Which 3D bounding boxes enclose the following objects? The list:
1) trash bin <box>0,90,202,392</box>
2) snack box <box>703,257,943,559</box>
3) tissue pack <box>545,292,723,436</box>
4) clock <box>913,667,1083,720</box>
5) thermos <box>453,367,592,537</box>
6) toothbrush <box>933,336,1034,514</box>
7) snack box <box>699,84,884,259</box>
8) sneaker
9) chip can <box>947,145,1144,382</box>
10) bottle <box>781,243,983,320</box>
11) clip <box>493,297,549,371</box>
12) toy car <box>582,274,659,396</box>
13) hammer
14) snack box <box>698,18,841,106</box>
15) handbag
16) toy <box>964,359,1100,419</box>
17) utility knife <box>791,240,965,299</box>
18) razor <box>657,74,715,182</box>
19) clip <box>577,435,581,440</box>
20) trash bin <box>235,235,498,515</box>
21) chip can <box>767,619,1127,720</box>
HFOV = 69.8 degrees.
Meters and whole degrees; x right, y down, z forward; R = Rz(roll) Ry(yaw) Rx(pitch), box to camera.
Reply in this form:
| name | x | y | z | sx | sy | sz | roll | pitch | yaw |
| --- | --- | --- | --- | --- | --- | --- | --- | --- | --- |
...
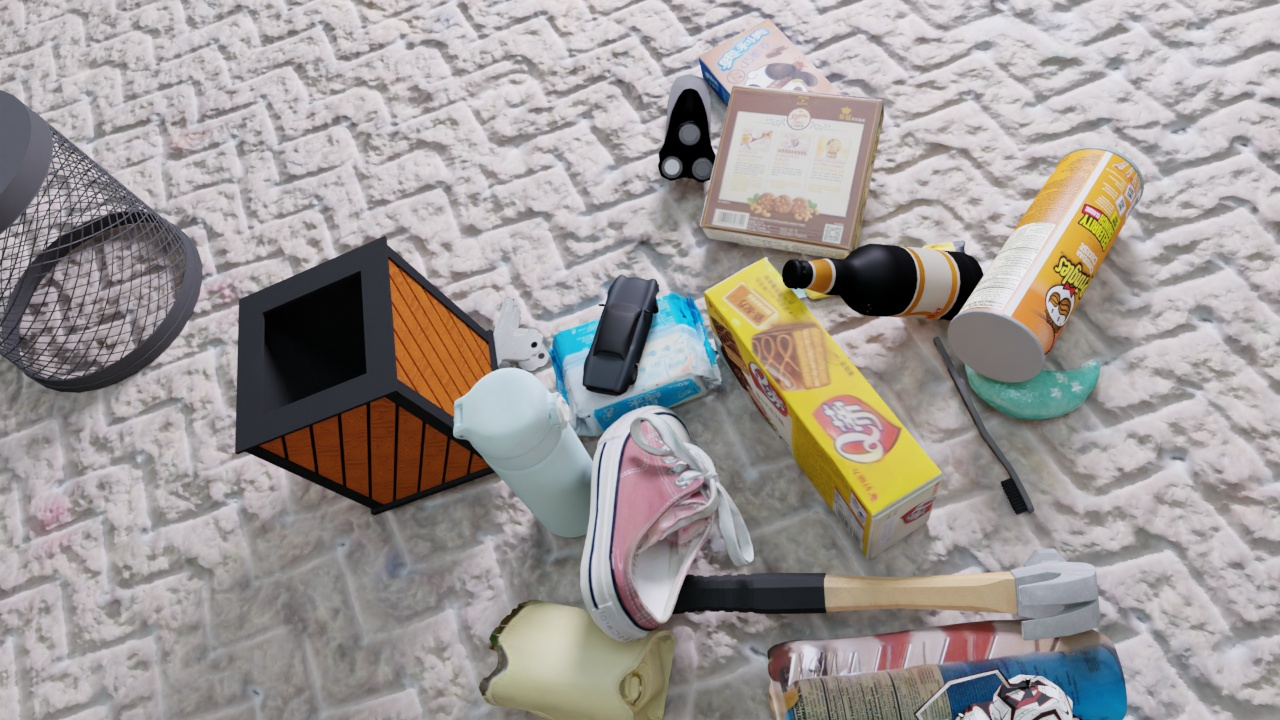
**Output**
| name | x | y | z | sx | sy | sz | roll | pitch | yaw |
| --- | --- | --- | --- | --- | --- | --- | --- | --- | --- |
| trash bin | -0.600 | -0.116 | 0.903 | 0.218 | 0.227 | 0.217 | -5 | 61 | 9 |
| snack box | 0.139 | 0.035 | 0.732 | 0.061 | 0.110 | 0.230 | -31 | 61 | -5 |
| tissue pack | -0.005 | 0.005 | 0.807 | 0.144 | 0.062 | 0.092 | -20 | 60 | 4 |
| clock | 0.234 | 0.261 | 0.572 | 0.115 | 0.065 | 0.154 | -34 | 102 | 11 |
| thermos | -0.075 | 0.075 | 0.701 | 0.078 | 0.207 | 0.065 | -7 | 61 | 8 |
| toothbrush | 0.277 | 0.049 | 0.751 | 0.013 | 0.013 | 0.167 | -22 | 60 | 9 |
| snack box | 0.142 | -0.177 | 0.859 | 0.143 | 0.041 | 0.147 | 11 | 84 | 17 |
| sneaker | 0.020 | 0.100 | 0.680 | 0.088 | 0.118 | 0.240 | -31 | 22 | 22 |
| chip can | 0.335 | -0.083 | 0.753 | 0.075 | 0.075 | 0.214 | 29 | 62 | 24 |
| bottle | 0.196 | -0.066 | 0.752 | 0.181 | 0.059 | 0.059 | 1 | 56 | -27 |
| clip | -0.117 | -0.015 | 0.854 | 0.058 | 0.050 | 0.101 | -1 | 63 | 26 |
| toy car | -0.016 | -0.023 | 0.767 | 0.046 | 0.034 | 0.112 | 9 | 66 | 18 |
| hammer | 0.149 | 0.167 | 0.659 | 0.329 | 0.131 | 0.039 | -4 | 87 | 15 |
| snack box | 0.135 | -0.280 | 0.944 | 0.087 | 0.034 | 0.151 | -30 | 60 | -4 |
| handbag | -0.045 | 0.226 | 0.670 | 0.119 | 0.111 | 0.081 | 8 | 81 | 17 |
| toy | 0.314 | 0.009 | 0.755 | 0.105 | 0.033 | 0.084 | 32 | 62 | 26 |
| utility knife | 0.205 | -0.079 | 0.832 | 0.179 | 0.017 | 0.030 | -11 | 56 | 6 |
| razor | 0.049 | -0.240 | 0.933 | 0.057 | 0.060 | 0.155 | 3 | 43 | 1 |
| clip | -0.086 | 0.071 | 0.809 | 0.054 | 0.045 | 0.048 | 29 | 47 | 22 |
| trash bin | -0.218 | 0.021 | 0.767 | 0.140 | 0.172 | 0.139 | -20 | 60 | 13 |
| chip can | 0.205 | 0.225 | 0.639 | 0.230 | 0.080 | 0.079 | -9 | 61 | 6 |
